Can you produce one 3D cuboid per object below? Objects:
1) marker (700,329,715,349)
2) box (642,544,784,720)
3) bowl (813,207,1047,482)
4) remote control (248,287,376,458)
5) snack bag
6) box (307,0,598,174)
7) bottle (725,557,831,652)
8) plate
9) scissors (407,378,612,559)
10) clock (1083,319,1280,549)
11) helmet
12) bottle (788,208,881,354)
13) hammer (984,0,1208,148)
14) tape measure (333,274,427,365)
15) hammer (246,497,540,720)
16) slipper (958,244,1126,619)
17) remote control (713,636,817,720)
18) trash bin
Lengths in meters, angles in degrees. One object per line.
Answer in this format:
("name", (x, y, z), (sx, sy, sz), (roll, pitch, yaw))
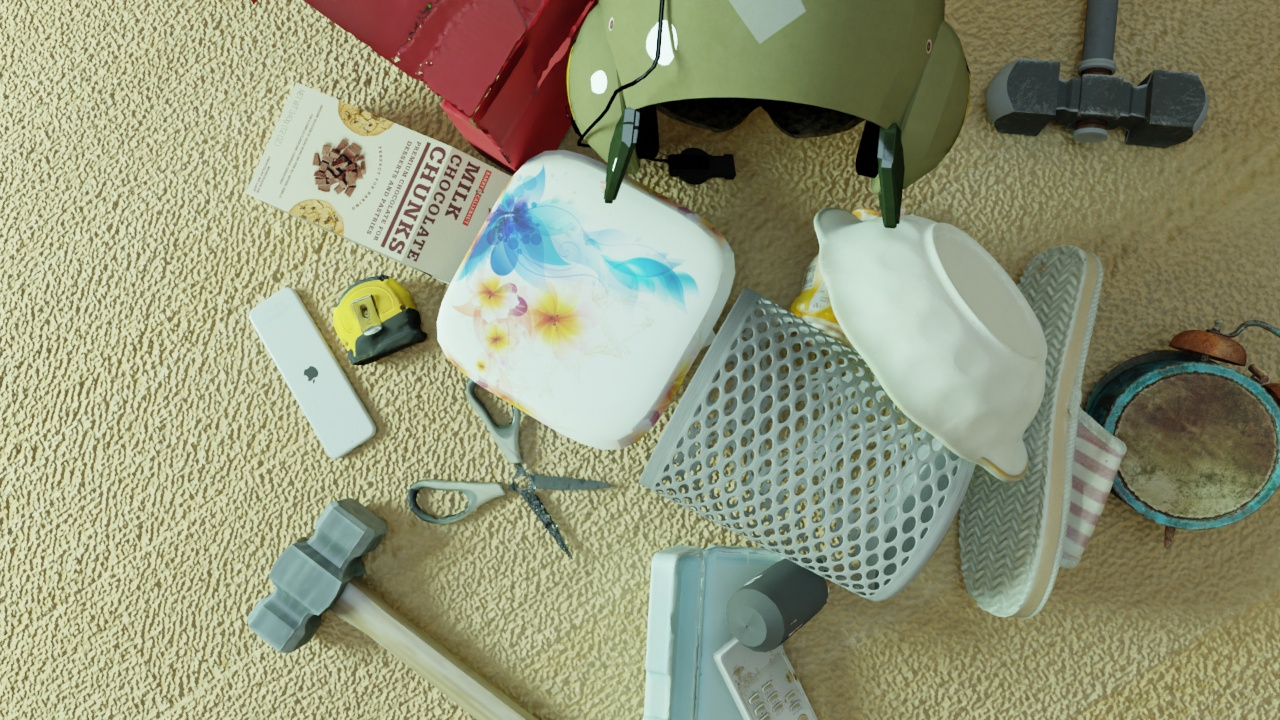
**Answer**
("marker", (-0.004, 0.004, 0.719), (0.133, 0.023, 0.027), (-28, 62, 4))
("box", (0.052, 0.237, 0.672), (0.122, 0.078, 0.197), (4, 87, -13))
("bowl", (0.204, -0.029, 0.596), (0.060, 0.188, 0.219), (-40, 77, 36))
("remote control", (-0.270, 0.010, 0.756), (0.045, 0.008, 0.146), (-33, 83, 3))
("snack bag", (-0.187, -0.128, 0.726), (0.206, 0.070, 0.094), (24, 89, 7))
("box", (-0.088, -0.262, 0.577), (0.124, 0.378, 0.211), (32, 90, 24))
("bottle", (0.104, 0.168, 0.654), (0.047, 0.112, 0.047), (9, 106, 36))
("plate", (-0.043, -0.046, 0.660), (0.187, 0.016, 0.187), (30, 91, 9))
("scissors", (-0.111, 0.091, 0.729), (0.157, 0.012, 0.170), (-24, 83, 6))
("clock", (0.392, 0.042, 0.645), (0.121, 0.073, 0.158), (44, 103, 8))
("helmet", (0.083, -0.203, 0.598), (0.250, 0.255, 0.233), (6, 89, 5))
("bottle", (0.155, -0.060, 0.687), (0.063, 0.063, 0.109), (25, 76, 8))
("hammer", (0.356, -0.324, 0.697), (0.156, 0.043, 0.322), (7, 84, 7))
("tape measure", (-0.214, -0.035, 0.739), (0.065, 0.037, 0.064), (-21, 84, 4))
("hammer", (-0.146, 0.244, 0.708), (0.323, 0.051, 0.117), (36, 90, 5))
("slipper", (0.286, 0.050, 0.643), (0.052, 0.115, 0.263), (13, 85, -11))
("remote control", (0.101, 0.257, 0.666), (0.050, 0.011, 0.136), (-30, 99, -29))
("trash bin", (0.116, 0.061, 0.637), (0.183, 0.156, 0.156), (29, 89, 5))
